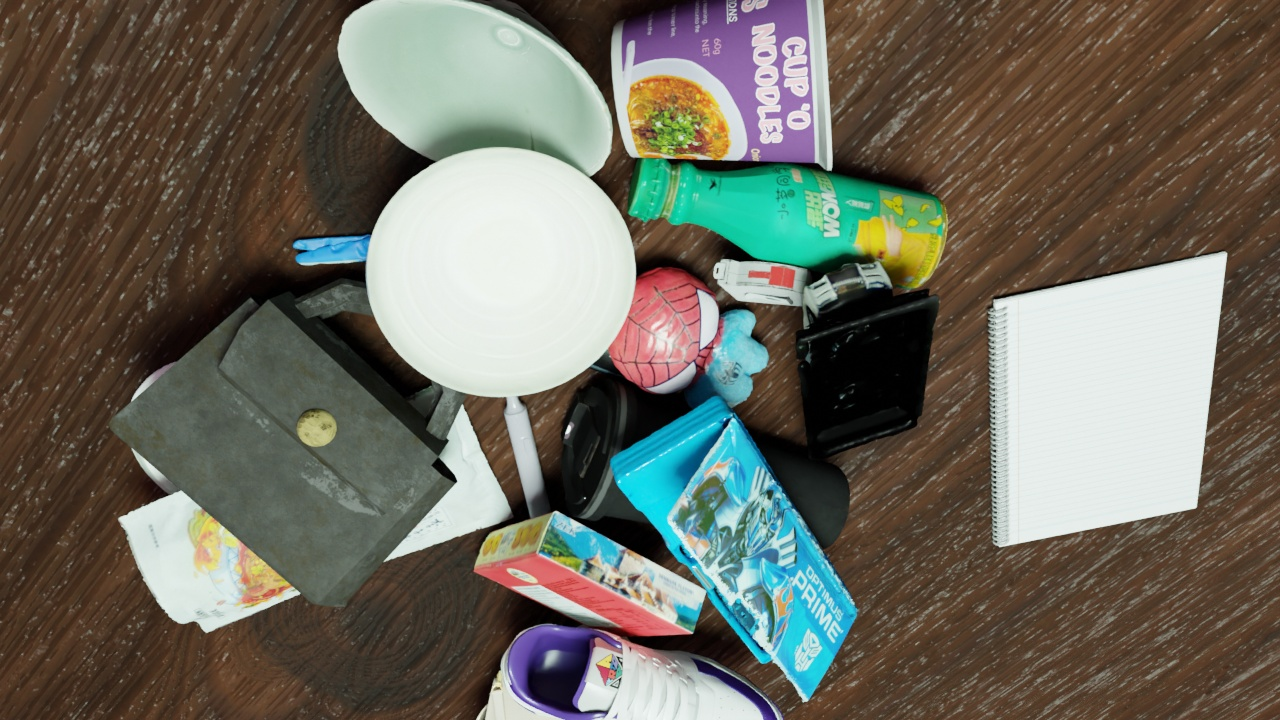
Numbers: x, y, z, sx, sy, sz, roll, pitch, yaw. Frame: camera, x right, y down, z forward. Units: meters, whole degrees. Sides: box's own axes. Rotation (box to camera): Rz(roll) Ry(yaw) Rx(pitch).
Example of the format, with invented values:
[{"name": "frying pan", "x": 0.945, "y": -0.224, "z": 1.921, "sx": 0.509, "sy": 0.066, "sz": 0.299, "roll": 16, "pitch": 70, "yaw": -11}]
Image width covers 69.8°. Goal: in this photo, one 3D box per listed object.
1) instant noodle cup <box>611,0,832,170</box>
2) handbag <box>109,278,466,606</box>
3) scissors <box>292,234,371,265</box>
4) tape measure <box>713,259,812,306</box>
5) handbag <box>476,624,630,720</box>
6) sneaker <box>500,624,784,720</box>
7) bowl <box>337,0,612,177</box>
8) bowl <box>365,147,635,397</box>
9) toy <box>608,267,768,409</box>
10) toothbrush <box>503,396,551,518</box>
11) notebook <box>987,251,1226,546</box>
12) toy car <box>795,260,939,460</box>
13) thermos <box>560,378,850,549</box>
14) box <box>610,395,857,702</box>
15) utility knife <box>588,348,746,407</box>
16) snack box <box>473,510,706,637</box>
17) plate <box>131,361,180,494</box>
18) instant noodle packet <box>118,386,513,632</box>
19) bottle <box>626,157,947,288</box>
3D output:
[{"name": "instant noodle cup", "x": 0.049, "y": -0.166, "z": 0.558, "sx": 0.122, "sy": 0.136, "sz": 0.122, "roll": -4, "pitch": 147, "yaw": 10}, {"name": "handbag", "x": -0.217, "y": 0.040, "z": 0.646, "sx": 0.197, "sy": 0.102, "sz": 0.199, "roll": 44, "pitch": 84, "yaw": -10}, {"name": "scissors", "x": -0.185, "y": -0.086, "z": 0.650, "sx": 0.130, "sy": 0.022, "sz": 0.070, "roll": 2, "pitch": 120, "yaw": 0}, {"name": "tape measure", "x": 0.089, "y": -0.052, "z": 0.644, "sx": 0.062, "sy": 0.060, "sz": 0.020, "roll": 7, "pitch": 84, "yaw": 21}, {"name": "handbag", "x": -0.054, "y": 0.338, "z": 0.825, "sx": 0.195, "sy": 0.101, "sz": 0.197, "roll": 5, "pitch": 81, "yaw": 9}, {"name": "sneaker", "x": -0.003, "y": 0.266, "z": 0.745, "sx": 0.244, "sy": 0.091, "sz": 0.111, "roll": 10, "pitch": 154, "yaw": 12}, {"name": "bowl", "x": -0.091, "y": -0.181, "z": 0.565, "sx": 0.174, "sy": 0.067, "sz": 0.174, "roll": 13, "pitch": 160, "yaw": 5}, {"name": "bowl", "x": -0.095, "y": -0.065, "z": 0.631, "sx": 0.176, "sy": 0.057, "sz": 0.177, "roll": -4, "pitch": 117, "yaw": -8}, {"name": "toy", "x": 0.035, "y": -0.012, "z": 0.671, "sx": 0.133, "sy": 0.062, "sz": 0.092, "roll": 27, "pitch": 106, "yaw": -19}, {"name": "toothbrush", "x": -0.094, "y": 0.067, "z": 0.734, "sx": 0.018, "sy": 0.019, "sz": 0.188, "roll": -11, "pitch": 119, "yaw": -4}, {"name": "notebook", "x": 0.374, "y": 0.043, "z": 0.747, "sx": 0.178, "sy": 0.013, "sz": 0.246, "roll": -12, "pitch": 119, "yaw": 3}, {"name": "toy car", "x": 0.148, "y": -0.005, "z": 0.650, "sx": 0.094, "sy": 0.071, "sz": 0.192, "roll": -20, "pitch": 150, "yaw": 3}, {"name": "thermos", "x": 0.051, "y": 0.090, "z": 0.713, "sx": 0.218, "sy": 0.105, "sz": 0.106, "roll": 16, "pitch": 117, "yaw": -17}, {"name": "box", "x": 0.081, "y": 0.144, "z": 0.646, "sx": 0.092, "sy": 0.085, "sz": 0.243, "roll": -31, "pitch": 125, "yaw": 6}, {"name": "utility knife", "x": -0.004, "y": 0.004, "z": 0.705, "sx": 0.187, "sy": 0.020, "sz": 0.029, "roll": 19, "pitch": 118, "yaw": -14}, {"name": "snack box", "x": -0.045, "y": 0.178, "z": 0.744, "sx": 0.145, "sy": 0.040, "sz": 0.143, "roll": 31, "pitch": 152, "yaw": -18}, {"name": "plate", "x": -0.326, "y": 0.068, "z": 0.728, "sx": 0.157, "sy": 0.014, "sz": 0.157, "roll": -1, "pitch": 120, "yaw": -2}, {"name": "instant noodle packet", "x": -0.250, "y": 0.125, "z": 0.730, "sx": 0.269, "sy": 0.057, "sz": 0.147, "roll": -21, "pitch": 123, "yaw": -4}, {"name": "bottle", "x": 0.097, "y": -0.099, "z": 0.623, "sx": 0.209, "sy": 0.068, "sz": 0.068, "roll": 10, "pitch": 118, "yaw": -8}]
